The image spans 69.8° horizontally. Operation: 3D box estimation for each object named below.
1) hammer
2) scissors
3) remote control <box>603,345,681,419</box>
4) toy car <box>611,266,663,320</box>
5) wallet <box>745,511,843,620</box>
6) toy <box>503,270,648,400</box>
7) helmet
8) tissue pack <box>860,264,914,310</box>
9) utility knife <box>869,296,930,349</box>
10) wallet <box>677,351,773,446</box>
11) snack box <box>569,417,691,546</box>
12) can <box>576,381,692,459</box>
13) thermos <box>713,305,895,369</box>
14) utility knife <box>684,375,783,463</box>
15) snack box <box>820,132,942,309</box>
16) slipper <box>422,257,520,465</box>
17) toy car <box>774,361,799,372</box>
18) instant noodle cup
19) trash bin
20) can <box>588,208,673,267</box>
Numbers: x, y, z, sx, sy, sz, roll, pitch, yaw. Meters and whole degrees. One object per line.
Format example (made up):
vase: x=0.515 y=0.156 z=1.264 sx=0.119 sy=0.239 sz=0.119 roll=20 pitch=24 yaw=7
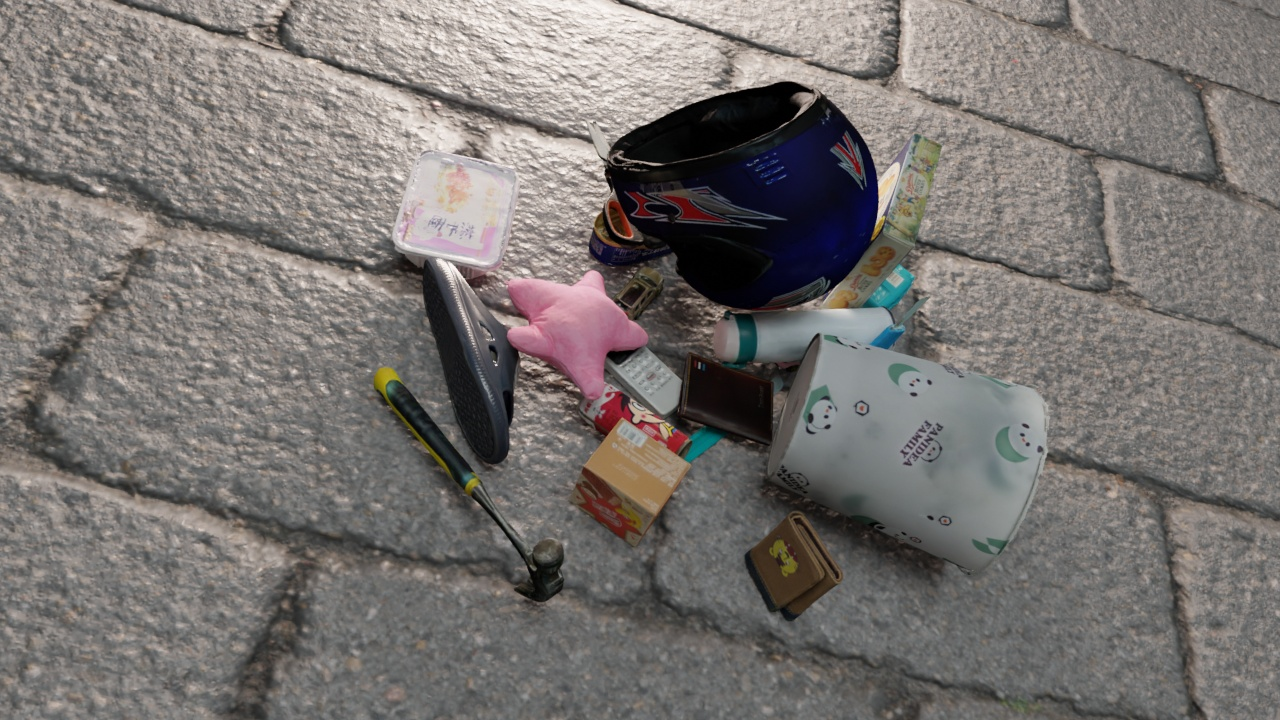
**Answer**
hammer: x=-0.187 y=0.125 z=0.970 sx=0.031 sy=0.126 sz=0.323 roll=-31 pitch=61 yaw=-28
scissors: x=-0.019 y=-0.237 z=1.231 sx=0.143 sy=0.022 sz=0.234 roll=13 pitch=52 yaw=-17
remote control: x=-0.007 y=0.007 z=1.137 sx=0.150 sy=0.021 sz=0.058 roll=43 pitch=57 yaw=12
toy car: x=-0.002 y=-0.089 z=1.192 sx=0.042 sy=0.035 sz=0.090 roll=35 pitch=53 yaw=6
wallet: x=0.164 y=0.224 z=0.991 sx=0.033 sy=0.116 sz=0.090 roll=-18 pitch=65 yaw=-32
toy: x=-0.082 y=-0.049 z=1.088 sx=0.178 sy=0.075 sz=0.194 roll=36 pitch=40 yaw=1
helmet: x=0.129 y=-0.180 z=1.105 sx=0.316 sy=0.240 sz=0.246 roll=3 pitch=39 yaw=41
tissue pack: x=0.308 y=-0.120 z=1.290 sx=0.133 sy=0.050 sz=0.093 roll=44 pitch=60 yaw=14
utility knife: x=0.287 y=-0.011 z=1.132 sx=0.034 sy=0.195 sz=0.018 roll=7 pitch=43 yaw=-44
wallet: x=0.107 y=0.047 z=1.128 sx=0.122 sy=0.020 sz=0.096 roll=19 pitch=53 yaw=-12
snack box: x=-0.013 y=0.135 z=1.008 sx=0.093 sy=0.095 sz=0.076 roll=34 pitch=56 yaw=6
can: x=-0.008 y=0.078 z=1.064 sx=0.133 sy=0.053 sz=0.053 roll=34 pitch=55 yaw=15
thermos: x=0.203 y=-0.029 z=1.152 sx=0.224 sy=0.073 sz=0.073 roll=-3 pitch=59 yaw=-13
utility knife: x=0.104 y=0.075 z=1.130 sx=0.222 sy=0.013 sz=0.029 roll=-33 pitch=72 yaw=-31
snack box: x=0.309 y=-0.169 z=1.182 sx=0.046 sy=0.178 sz=0.182 roll=26 pitch=58 yaw=-1
slipper: x=-0.180 y=-0.012 z=1.048 sx=0.083 sy=0.111 sz=0.268 roll=-11 pitch=59 yaw=-26
toy car: x=0.226 y=-0.018 z=1.211 sx=0.122 sy=0.037 sz=0.056 roll=-5 pitch=62 yaw=-20
instant noodle cup: x=-0.233 y=-0.178 z=1.166 sx=0.138 sy=0.060 sz=0.173 roll=12 pitch=57 yaw=-9
trash bin: x=0.293 y=0.094 z=1.057 sx=0.252 sy=0.230 sz=0.228 roll=20 pitch=55 yaw=4
can: x=0.001 y=-0.174 z=1.237 sx=0.148 sy=0.049 sz=0.074 roll=-19 pitch=65 yaw=-26
